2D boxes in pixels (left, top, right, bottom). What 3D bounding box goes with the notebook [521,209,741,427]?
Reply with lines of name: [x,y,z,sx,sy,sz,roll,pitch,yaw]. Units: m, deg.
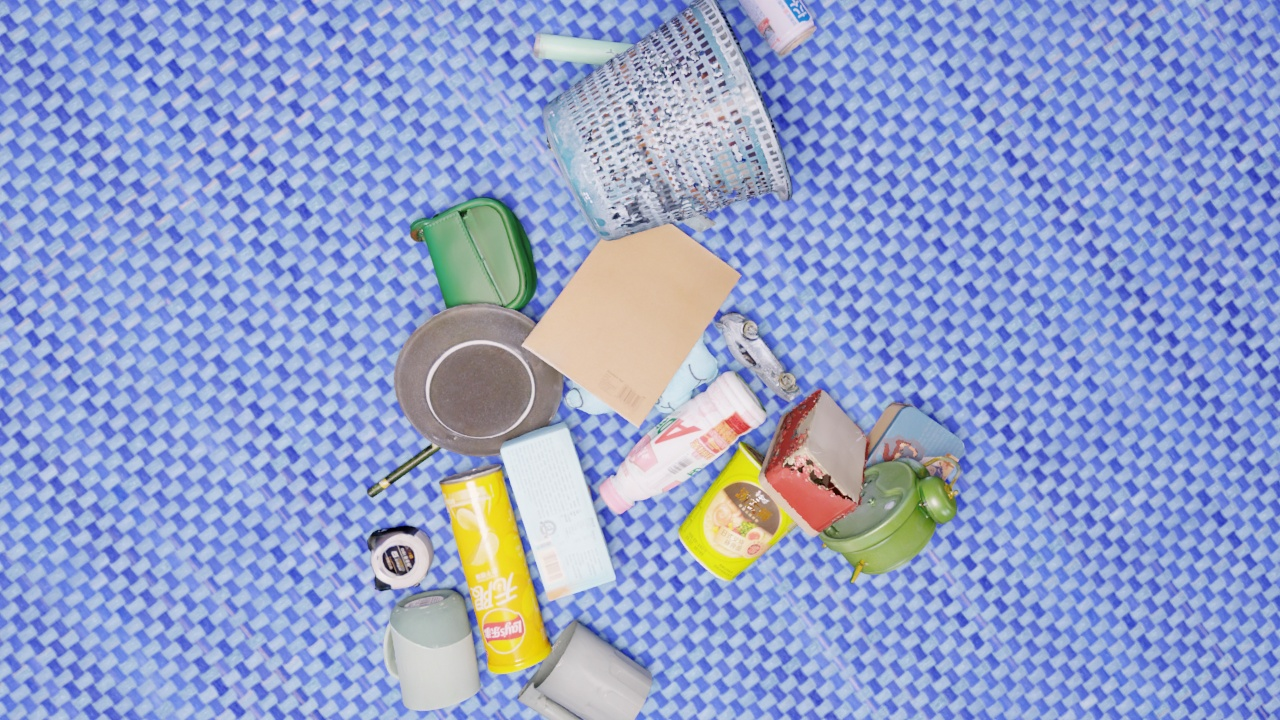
notebook: [-0.005,-0.055,0.980,0.149,0.012,0.211,36,73,-4]

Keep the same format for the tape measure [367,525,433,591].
tape measure: [-0.260,0.215,1.002,0.066,0.033,0.066,-7,94,-1]

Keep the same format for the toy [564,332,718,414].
toy: [-0.006,0.006,1.002,0.156,0.050,0.161,40,90,-10]

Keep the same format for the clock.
clock: [0.255,0.151,0.930,0.161,0.116,0.056,-40,104,3]

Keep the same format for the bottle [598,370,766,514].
bottle: [0.042,0.094,0.993,0.197,0.068,0.068,-39,93,11]

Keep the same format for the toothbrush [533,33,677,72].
toothbrush: [-0.005,-0.332,1.004,0.224,0.026,0.027,6,96,-4]

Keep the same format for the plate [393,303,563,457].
plate: [-0.169,0.028,0.970,0.179,0.024,0.180,-3,115,-8]

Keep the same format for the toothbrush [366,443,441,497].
toothbrush: [-0.225,0.091,1.011,0.186,0.012,0.017,-36,87,-1]

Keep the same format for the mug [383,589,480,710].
mug: [-0.233,0.308,0.988,0.112,0.082,0.106,-9,93,28]

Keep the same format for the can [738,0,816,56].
can: [0.133,-0.401,0.996,0.053,0.053,0.134,-36,93,-2]

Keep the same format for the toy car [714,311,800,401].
toy car: [0.128,-0.003,1.007,0.036,0.054,0.120,-41,94,-5]

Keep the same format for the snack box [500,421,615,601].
snack box: [-0.086,0.159,0.970,0.074,0.051,0.175,-18,93,-4]

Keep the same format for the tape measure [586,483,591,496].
tape measure: [-0.083,0.152,1.012,0.057,0.029,0.060,-15,92,-2]

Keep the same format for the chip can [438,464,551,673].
chip can: [-0.156,0.222,0.988,0.072,0.072,0.213,-14,92,-3]

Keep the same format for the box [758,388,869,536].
box: [0.188,0.095,0.948,0.091,0.168,0.077,46,116,-4]

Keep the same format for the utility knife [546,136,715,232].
utility knife: [-0.012,-0.200,1.012,0.215,0.015,0.033,30,92,-4]

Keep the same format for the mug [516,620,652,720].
mug: [-0.062,0.359,1.001,0.103,0.083,0.124,34,116,-5]

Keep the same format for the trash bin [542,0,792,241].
trash bin: [0.018,-0.225,0.915,0.195,0.226,0.226,-24,93,7]

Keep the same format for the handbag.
handbag: [-0.178,-0.106,0.986,0.120,0.068,0.131,-15,94,5]

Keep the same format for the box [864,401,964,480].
box: [0.270,0.140,1.016,0.090,0.061,0.184,32,88,-3]

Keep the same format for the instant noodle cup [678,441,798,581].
instant noodle cup: [0.109,0.169,0.989,0.111,0.111,0.123,41,97,-3]
